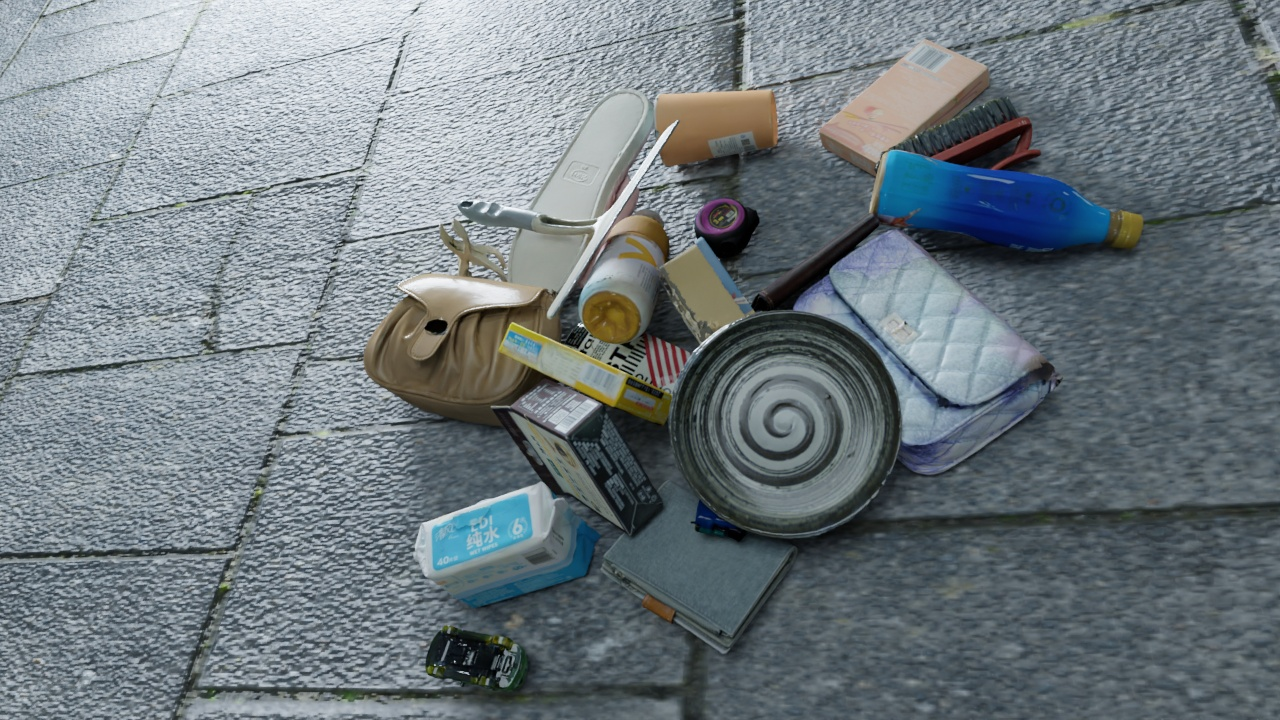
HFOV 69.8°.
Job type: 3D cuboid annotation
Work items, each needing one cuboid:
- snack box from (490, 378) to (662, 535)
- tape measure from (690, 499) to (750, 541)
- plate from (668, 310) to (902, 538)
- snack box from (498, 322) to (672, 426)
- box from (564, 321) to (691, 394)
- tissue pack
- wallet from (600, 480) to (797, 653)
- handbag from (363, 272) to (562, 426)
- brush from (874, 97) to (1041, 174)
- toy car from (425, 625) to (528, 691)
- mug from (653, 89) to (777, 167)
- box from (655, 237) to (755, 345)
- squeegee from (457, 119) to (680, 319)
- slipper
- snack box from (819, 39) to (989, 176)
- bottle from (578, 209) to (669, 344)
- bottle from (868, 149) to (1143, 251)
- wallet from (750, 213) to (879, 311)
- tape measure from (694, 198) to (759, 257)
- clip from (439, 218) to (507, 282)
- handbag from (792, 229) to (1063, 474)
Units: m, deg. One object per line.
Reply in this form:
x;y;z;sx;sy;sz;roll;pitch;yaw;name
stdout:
-0.054;0.079;0.776;0.053;0.113;0.126;-40;30;-18;snack box
0.072;0.117;0.736;0.054;0.025;0.058;11;45;9;tape measure
0.112;0.048;0.720;0.179;0.024;0.179;-2;81;10;plate
-0.047;0.012;0.806;0.140;0.087;0.033;26;89;33;snack box
-0.006;0.003;0.861;0.164;0.057;0.070;20;53;33;box
-0.113;0.157;0.780;0.140;0.090;0.063;-20;53;10;tissue pack
0.045;0.165;0.742;0.130;0.037;0.106;25;59;33;wallet
-0.179;-0.018;0.917;0.205;0.100;0.147;9;68;28;handbag
0.298;-0.188;0.859;0.146;0.063;0.069;-25;83;4;brush
-0.136;0.249;0.761;0.091;0.036;0.043;4;61;24;toy car
0.083;-0.252;0.983;0.123;0.078;0.078;-2;57;16;mug
0.076;-0.029;0.824;0.060;0.090;0.184;-30;56;4;box
-0.103;-0.146;0.951;0.247;0.039;0.246;11;62;40;squeegee
-0.057;-0.170;0.995;0.114;0.054;0.274;15;75;35;slipper
0.268;-0.258;0.934;0.157;0.026;0.084;-41;52;-7;snack box
-0.010;-0.090;0.890;0.068;0.068;0.189;-8;33;18;bottle
0.311;-0.130;0.787;0.219;0.065;0.065;13;63;10;bottle
0.155;-0.082;0.830;0.122;0.096;0.020;-36;86;-3;wallet
0.084;-0.132;0.921;0.058;0.039;0.057;22;69;28;tape measure
-0.171;-0.114;0.989;0.092;0.103;0.035;-3;52;-7;clip
0.224;-0.011;0.758;0.134;0.075;0.194;-34;52;-1;handbag
